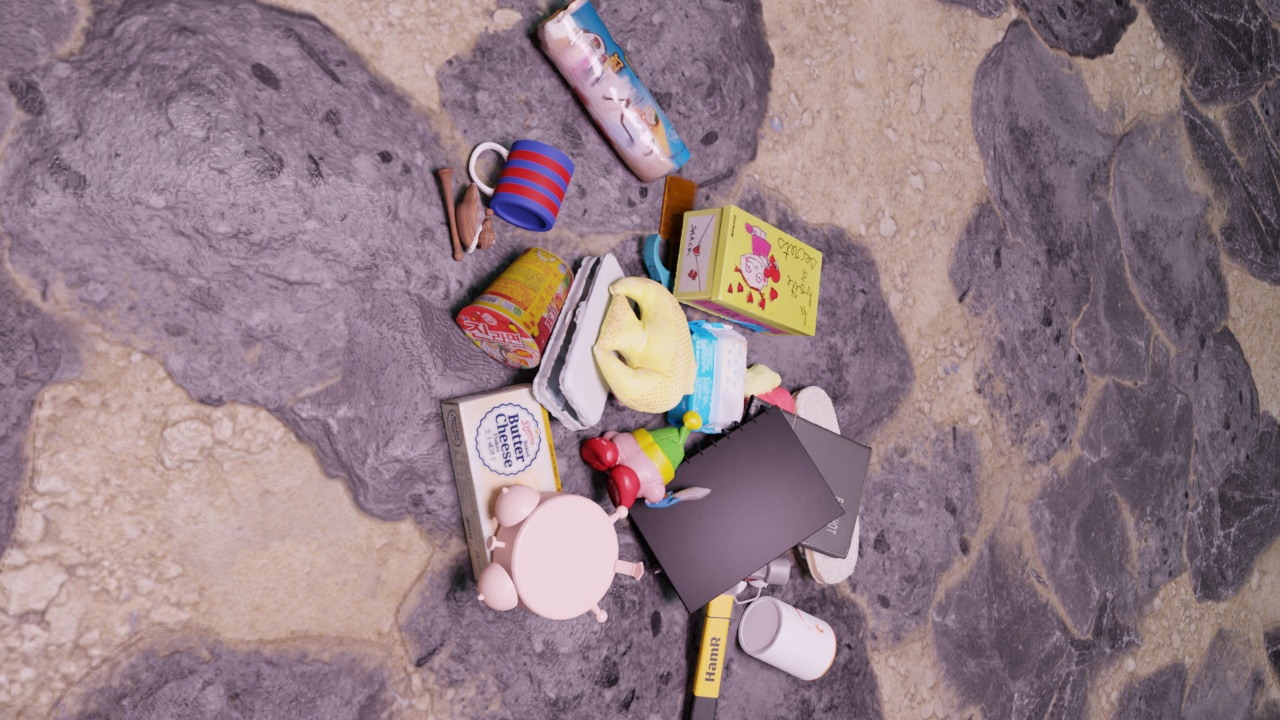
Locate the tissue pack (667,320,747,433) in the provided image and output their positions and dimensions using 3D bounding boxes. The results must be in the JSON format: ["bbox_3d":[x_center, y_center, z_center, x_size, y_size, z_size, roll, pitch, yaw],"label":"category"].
[{"bbox_3d":[0.084,0.020,1.169,0.092,0.062,0.144,3,90,-36],"label":"tissue pack"}]

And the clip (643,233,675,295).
[{"bbox_3d":[0.031,-0.111,1.147,0.120,0.033,0.118,-45,123,-22],"label":"clip"}]

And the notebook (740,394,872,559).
[{"bbox_3d":[0.205,0.159,1.206,0.209,0.029,0.169,22,76,-20],"label":"notebook"}]

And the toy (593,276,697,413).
[{"bbox_3d":[0.014,-0.015,1.066,0.155,0.065,0.170,34,52,-31],"label":"toy"}]

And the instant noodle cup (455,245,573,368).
[{"bbox_3d":[-0.127,-0.064,1.017,0.100,0.101,0.112,47,57,-23],"label":"instant noodle cup"}]

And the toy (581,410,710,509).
[{"bbox_3d":[0.015,0.117,1.089,0.131,0.097,0.124,-14,52,-36],"label":"toy"}]

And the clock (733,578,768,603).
[{"bbox_3d":[0.137,0.256,1.208,0.087,0.044,0.124,-5,90,-34],"label":"clock"}]

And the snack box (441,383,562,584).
[{"bbox_3d":[-0.145,0.135,1.015,0.104,0.058,0.208,-13,96,-34],"label":"snack box"}]

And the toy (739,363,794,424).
[{"bbox_3d":[0.167,0.070,1.232,0.091,0.045,0.135,-21,94,-27],"label":"toy"}]

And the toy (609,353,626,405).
[{"bbox_3d":[-0.007,0.007,1.119,0.109,0.047,0.063,-51,126,-28],"label":"toy"}]

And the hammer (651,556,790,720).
[{"bbox_3d":[0.082,0.389,1.153,0.170,0.034,0.324,8,92,-8],"label":"hammer"}]

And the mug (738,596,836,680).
[{"bbox_3d":[0.195,0.369,1.220,0.105,0.082,0.082,31,72,-28],"label":"mug"}]

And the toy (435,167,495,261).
[{"bbox_3d":[-0.189,-0.162,1.007,0.054,0.041,0.102,-10,103,-12],"label":"toy"}]

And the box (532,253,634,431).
[{"bbox_3d":[-0.060,-0.025,1.056,0.118,0.063,0.213,55,38,-46],"label":"box"}]

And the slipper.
[{"bbox_3d":[0.246,0.172,1.279,0.114,0.054,0.272,-4,86,-36],"label":"slipper"}]

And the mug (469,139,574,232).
[{"bbox_3d":[-0.139,-0.201,1.029,0.112,0.075,0.076,19,76,-5],"label":"mug"}]

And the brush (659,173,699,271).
[{"bbox_3d":[0.048,-0.173,1.178,0.048,0.017,0.126,11,82,-33],"label":"brush"}]

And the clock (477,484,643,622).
[{"bbox_3d":[-0.086,0.207,0.973,0.160,0.086,0.131,17,79,-27],"label":"clock"}]

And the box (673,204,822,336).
[{"bbox_3d":[0.145,-0.109,1.178,0.220,0.079,0.124,18,78,-45],"label":"box"}]

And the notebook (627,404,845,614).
[{"bbox_3d":[0.113,0.177,1.136,0.231,0.019,0.169,-31,84,-10],"label":"notebook"}]

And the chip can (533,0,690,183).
[{"bbox_3d":[-0.032,-0.318,1.097,0.079,0.080,0.229,-48,113,-25],"label":"chip can"}]
